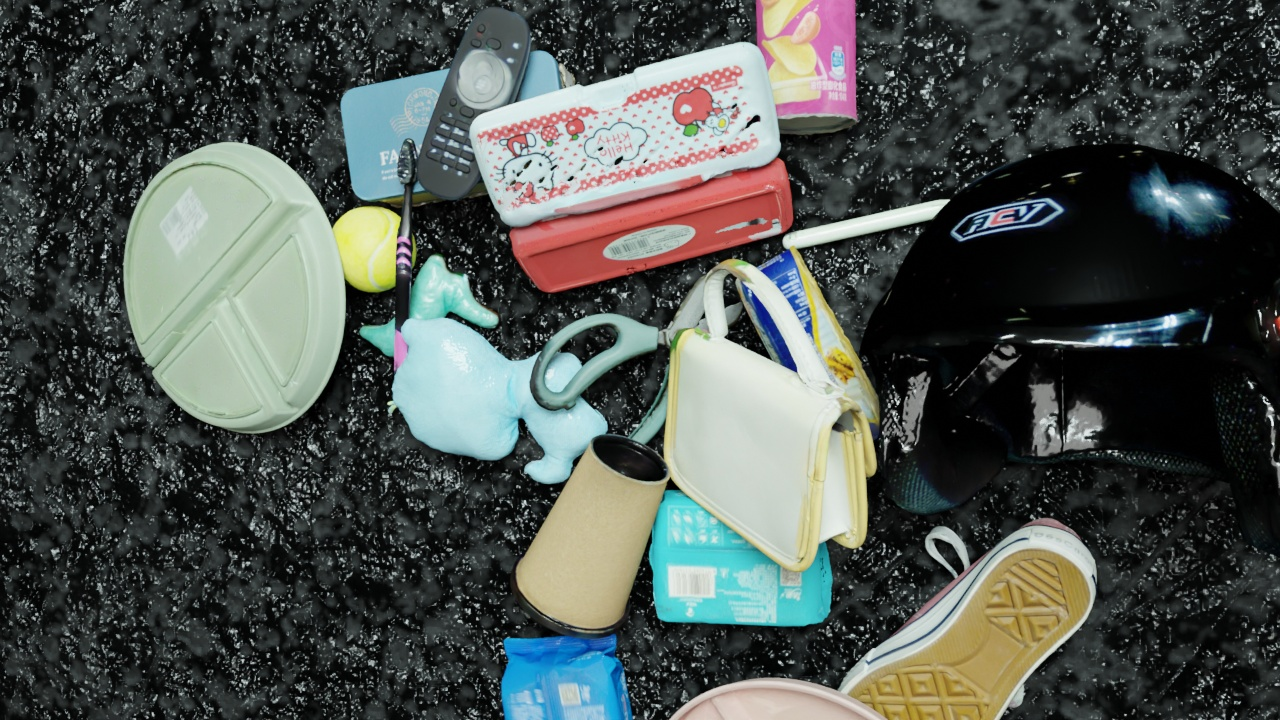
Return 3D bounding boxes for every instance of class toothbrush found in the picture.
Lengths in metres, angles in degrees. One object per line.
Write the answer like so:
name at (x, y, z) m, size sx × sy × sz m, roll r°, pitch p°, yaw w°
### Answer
toothbrush at (0.196, -0.102, 0.656) m, size 0.190 × 0.020 × 0.029 m, roll -10°, pitch 61°, yaw 11°
toothbrush at (-0.176, -0.068, 0.678) m, size 0.014 × 0.017 × 0.189 m, roll 7°, pitch 111°, yaw -1°

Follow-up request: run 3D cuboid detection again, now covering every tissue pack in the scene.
tissue pack at (0.073, 0.143, 0.675) m, size 0.133 × 0.050 × 0.093 m, roll 0°, pitch 92°, yaw 10°
tissue pack at (-0.051, 0.284, 0.704) m, size 0.095 × 0.052 × 0.157 m, roll -9°, pitch 92°, yaw 8°

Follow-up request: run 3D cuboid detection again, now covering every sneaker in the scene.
sneaker at (0.223, 0.193, 0.635) m, size 0.118 × 0.087 × 0.242 m, roll 38°, pitch 121°, yaw 14°

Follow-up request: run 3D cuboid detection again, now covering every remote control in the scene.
remote control at (-0.115, -0.177, 0.642) m, size 0.053 × 0.024 × 0.136 m, roll 24°, pitch 96°, yaw 10°

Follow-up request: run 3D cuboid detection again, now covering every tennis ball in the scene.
tennis ball at (-0.205, -0.085, 0.704) m, size 0.065 × 0.065 × 0.065 m, roll 1°, pitch 93°, yaw 10°

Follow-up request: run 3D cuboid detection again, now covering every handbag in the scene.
handbag at (0.083, 0.026, 0.601) m, size 0.063 × 0.163 × 0.179 m, roll -15°, pitch 117°, yaw -30°

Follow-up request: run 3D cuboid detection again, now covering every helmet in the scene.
helmet at (0.258, -0.013, 0.532) m, size 0.234 × 0.274 × 0.229 m, roll -2°, pitch 67°, yaw 46°

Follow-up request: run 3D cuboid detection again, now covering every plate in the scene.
plate at (0.114, 0.330, 0.663) m, size 0.230 × 0.028 × 0.230 m, roll 6°, pitch 105°, yaw 22°
plate at (-0.325, -0.054, 0.715) m, size 0.230 × 0.027 × 0.230 m, roll 4°, pitch 99°, yaw 25°

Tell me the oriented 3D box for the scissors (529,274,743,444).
scissors at (-0.006, 0.000, 0.676) m, size 0.172 × 0.019 × 0.177 m, roll 24°, pitch 96°, yaw -14°

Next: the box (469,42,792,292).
box at (-0.001, -0.122, 0.631) m, size 0.201 × 0.063 × 0.160 m, roll -13°, pitch 136°, yaw 10°

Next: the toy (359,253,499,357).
toy at (-0.162, -0.035, 0.718) m, size 0.096 × 0.030 × 0.092 m, roll 28°, pitch 100°, yaw 2°

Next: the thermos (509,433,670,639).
thermos at (-0.034, 0.128, 0.661) m, size 0.093 × 0.092 × 0.143 m, roll 25°, pitch 110°, yaw 8°

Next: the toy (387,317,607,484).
toy at (-0.116, 0.031, 0.701) m, size 0.156 × 0.049 × 0.161 m, roll -21°, pitch 103°, yaw 6°

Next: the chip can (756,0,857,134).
chip can at (0.114, -0.268, 0.634) m, size 0.071 × 0.071 × 0.210 m, roll -1°, pitch 93°, yaw 10°

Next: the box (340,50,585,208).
box at (-0.137, -0.169, 0.689) m, size 0.184 × 0.063 × 0.090 m, roll -10°, pitch 91°, yaw 9°

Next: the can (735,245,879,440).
can at (0.122, -0.005, 0.647) m, size 0.049 × 0.074 × 0.148 m, roll -28°, pitch 88°, yaw 14°

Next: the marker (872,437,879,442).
marker at (0.177, 0.045, 0.669) m, size 0.124 × 0.015 × 0.018 m, roll -37°, pitch 82°, yaw 12°
